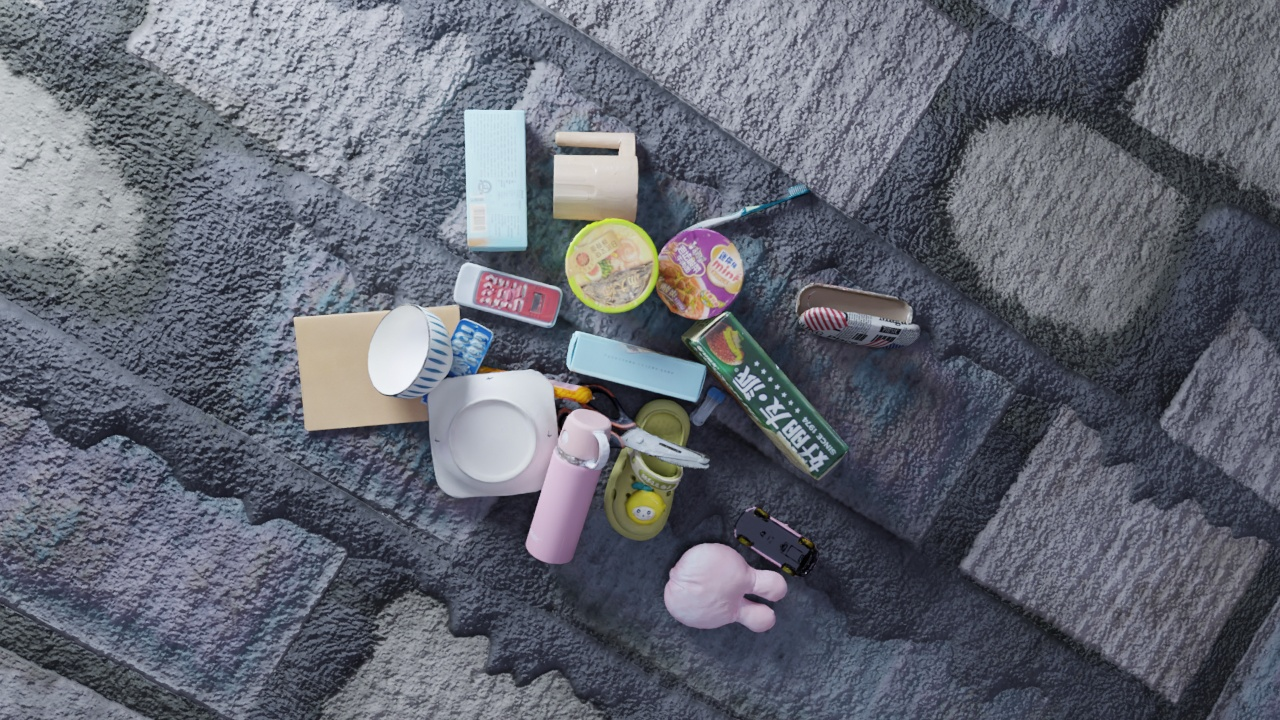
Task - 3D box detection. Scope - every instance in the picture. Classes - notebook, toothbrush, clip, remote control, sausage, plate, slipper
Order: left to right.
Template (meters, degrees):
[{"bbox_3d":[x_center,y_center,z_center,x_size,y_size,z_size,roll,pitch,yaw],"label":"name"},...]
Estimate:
[{"bbox_3d":[-0.331,0.009,1.179,0.207,0.008,0.148,-5,95,-6],"label":"notebook"},{"bbox_3d":[-0.233,0.010,1.173,0.049,0.024,0.125,27,95,-7],"label":"remote control"},{"bbox_3d":[-0.186,0.098,1.162,0.163,0.034,0.164,-6,102,-3],"label":"plate"},{"bbox_3d":[-0.171,-0.084,1.184,0.136,0.020,0.056,15,93,-8],"label":"remote control"},{"bbox_3d":[-0.138,0.031,1.185,0.165,0.021,0.021,11,93,4],"label":"sausage"},{"bbox_3d":[0.012,0.144,1.195,0.091,0.081,0.190,17,90,-5],"label":"slipper"},{"bbox_3d":[0.088,0.062,1.229,0.026,0.038,0.058,37,88,-10],"label":"clip"},{"bbox_3d":[0.135,-0.198,1.214,0.191,0.016,0.018,-19,86,-5],"label":"toothbrush"}]

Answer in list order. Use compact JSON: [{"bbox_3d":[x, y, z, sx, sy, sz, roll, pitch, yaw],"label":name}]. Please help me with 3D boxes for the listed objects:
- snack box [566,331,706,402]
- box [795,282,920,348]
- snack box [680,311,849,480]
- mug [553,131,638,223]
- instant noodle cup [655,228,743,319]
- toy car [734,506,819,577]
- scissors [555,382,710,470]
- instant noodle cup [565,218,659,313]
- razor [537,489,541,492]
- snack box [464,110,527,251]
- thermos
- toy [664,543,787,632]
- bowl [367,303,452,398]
[{"bbox_3d":[-0.007,0.007,1.183,0.175,0.074,0.051,15,93,-8],"label":"snack box"},{"bbox_3d":[0.289,-0.050,1.209,0.163,0.087,0.076,11,108,-11],"label":"box"},{"bbox_3d":[0.157,0.042,1.186,0.063,0.114,0.240,-42,97,-2],"label":"snack box"},{"bbox_3d":[-0.058,-0.236,1.162,0.103,0.084,0.124,1,70,-6],"label":"mug"},{"bbox_3d":[0.066,-0.110,1.170,0.111,0.099,0.111,-1,96,-7],"label":"instant noodle cup"},{"bbox_3d":[0.184,0.246,1.246,0.122,0.037,0.056,33,87,4],"label":"toy car"},{"bbox_3d":[-0.008,0.083,1.173,0.209,0.015,0.185,-18,72,11],"label":"scissors"},{"bbox_3d":[-0.042,-0.117,1.145,0.111,0.123,0.112,-1,95,-9],"label":"instant noodle cup"},{"bbox_3d":[-0.176,0.145,1.200,0.142,0.022,0.043,23,100,-8],"label":"razor"},{"bbox_3d":[-0.181,-0.226,1.156,0.074,0.051,0.175,-1,96,-8],"label":"snack box"},{"bbox_3d":[-0.085,0.163,1.155,0.067,0.087,0.199,5,115,-34],"label":"thermos"},{"bbox_3d":[0.113,0.311,1.232,0.159,0.054,0.121,19,99,-7],"label":"toy"},{"bbox_3d":[-0.276,-0.006,1.135,0.066,0.116,0.116,21,92,-50],"label":"bowl"}]
